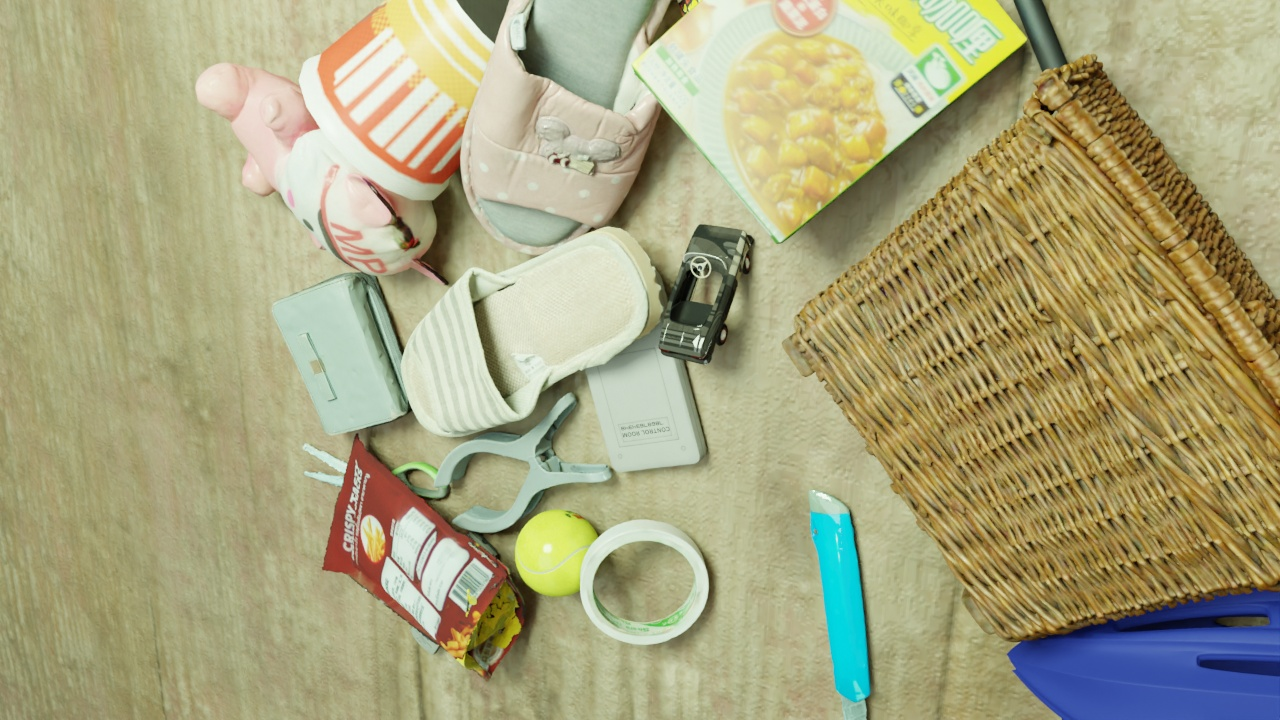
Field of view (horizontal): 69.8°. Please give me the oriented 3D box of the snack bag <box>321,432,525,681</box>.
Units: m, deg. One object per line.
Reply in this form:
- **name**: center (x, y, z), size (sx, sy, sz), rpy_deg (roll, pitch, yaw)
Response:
- **snack bag**: center (-0.192, 0.168, 0.765), size (0.208, 0.066, 0.139), rpy_deg (26, 116, 27)

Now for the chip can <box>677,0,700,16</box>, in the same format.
- **chip can**: center (0.056, -0.195, 0.549), size (0.052, 0.051, 0.214), rpy_deg (-18, 94, 31)

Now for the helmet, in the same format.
- **helmet**: center (0.323, 0.205, 0.448), size (0.242, 0.147, 0.227), rpy_deg (-14, 91, 31)

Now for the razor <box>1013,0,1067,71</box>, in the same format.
- **razor**: center (0.199, -0.209, 0.485), size (0.042, 0.022, 0.144), rpy_deg (-23, 97, -13)

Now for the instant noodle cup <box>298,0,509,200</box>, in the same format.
- **instant noodle cup**: center (-0.142, -0.196, 0.626), size (0.121, 0.123, 0.123), rpy_deg (-36, 85, 24)

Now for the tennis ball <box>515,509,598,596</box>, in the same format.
- **tennis ball**: center (-0.063, 0.146, 0.698), size (0.065, 0.065, 0.065), rpy_deg (8, 107, 27)

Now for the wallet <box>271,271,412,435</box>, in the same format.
- **wallet**: center (-0.250, -0.003, 0.775), size (0.101, 0.054, 0.131), rpy_deg (-16, 100, 32)

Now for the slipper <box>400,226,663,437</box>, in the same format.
- **slipper**: center (-0.096, -0.014, 0.668), size (0.273, 0.053, 0.114), rpy_deg (-27, 82, 38)

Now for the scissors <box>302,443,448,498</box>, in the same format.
- **scissors**: center (-0.239, 0.103, 0.817), size (0.175, 0.032, 0.093), rpy_deg (21, 115, 19)

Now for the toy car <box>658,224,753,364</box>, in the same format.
- **toy car**: center (0.040, -0.045, 0.591), size (0.040, 0.037, 0.092), rpy_deg (13, 76, 27)

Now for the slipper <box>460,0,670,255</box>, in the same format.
- **slipper**: center (-0.043, -0.165, 0.560), size (0.114, 0.054, 0.275), rpy_deg (10, 135, -14)

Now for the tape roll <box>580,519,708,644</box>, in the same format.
- **tape roll**: center (0.003, 0.162, 0.667), size (0.094, 0.018, 0.094), rpy_deg (-1, 108, -4)

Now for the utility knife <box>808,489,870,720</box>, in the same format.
- **utility knife**: center (0.137, 0.176, 0.624), size (0.031, 0.015, 0.185), rpy_deg (-2, 99, 33)

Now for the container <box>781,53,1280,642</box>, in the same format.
- **container**: center (0.208, 0.009, 0.456), size (0.184, 0.161, 0.250), rpy_deg (-36, 87, 35)

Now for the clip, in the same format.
- **clip**: center (-0.089, 0.103, 0.725), size (0.164, 0.028, 0.115), rpy_deg (-29, 89, 33)

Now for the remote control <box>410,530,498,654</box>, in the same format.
- **remote control**: center (-0.164, 0.204, 0.800), size (0.033, 0.013, 0.137), rpy_deg (41, 118, 16)

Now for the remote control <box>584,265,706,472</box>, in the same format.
- **remote control**: center (-0.004, 0.004, 0.655), size (0.074, 0.019, 0.151), rpy_deg (-11, 99, 31)

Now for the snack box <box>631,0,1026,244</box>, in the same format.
- **snack box**: center (0.100, -0.167, 0.506), size (0.168, 0.027, 0.132), rpy_deg (-40, 90, 10)

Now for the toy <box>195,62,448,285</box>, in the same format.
- **toy**: center (-0.237, -0.140, 0.701), size (0.213, 0.084, 0.142), rpy_deg (37, 155, 22)
